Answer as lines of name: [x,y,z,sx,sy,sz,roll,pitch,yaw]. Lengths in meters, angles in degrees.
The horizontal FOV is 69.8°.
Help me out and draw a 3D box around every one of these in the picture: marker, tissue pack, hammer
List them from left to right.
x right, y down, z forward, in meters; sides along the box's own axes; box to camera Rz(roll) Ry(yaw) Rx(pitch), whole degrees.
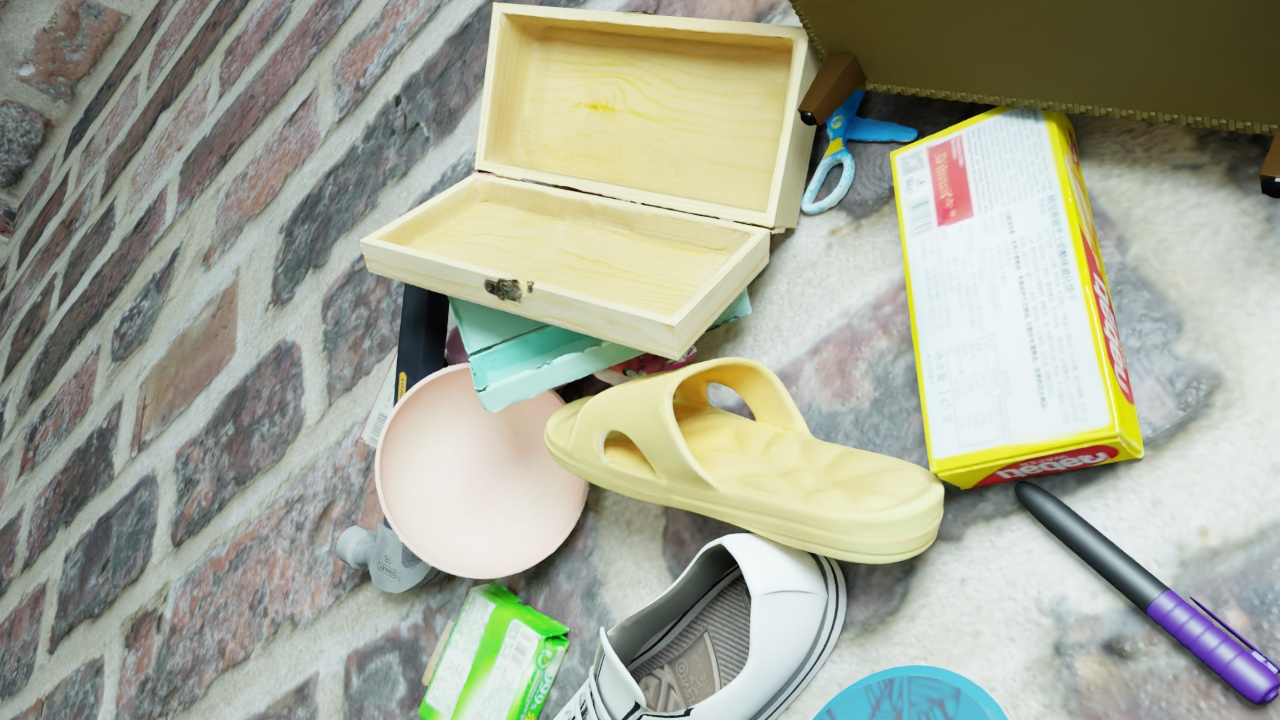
hammer: [-0.187,0.036,0.747,0.139,0.035,0.312,12,100,39]
tissue pack: [-0.107,0.224,0.653,0.100,0.034,0.114,18,84,45]
marker: [0.219,0.096,0.408,0.018,0.015,0.134,-43,45,2]

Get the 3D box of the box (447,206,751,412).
box: [-0.033,-0.039,0.630,0.187,0.055,0.138,-20,39,-6]

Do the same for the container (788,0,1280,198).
container: [0.202,-0.215,0.425,0.321,0.176,0.204,27,77,48]

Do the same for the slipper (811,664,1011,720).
slipper: [0.078,0.277,0.429,0.118,0.060,0.294,20,85,51]

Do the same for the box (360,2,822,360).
box: [-0.027,-0.125,0.620,0.248,0.119,0.252,16,67,29]

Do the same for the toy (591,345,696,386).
toy: [-0.004,0.004,0.648,0.103,0.065,0.050,7,108,43]

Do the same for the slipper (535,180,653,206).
slipper: [-0.054,-0.171,0.759,0.093,0.081,0.197,-53,46,12]

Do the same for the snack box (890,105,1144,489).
snack box: [0.191,-0.038,0.482,0.092,0.042,0.200,-20,58,37]

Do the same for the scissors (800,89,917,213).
scissors: [0.133,-0.157,0.618,0.125,0.013,0.127,24,93,48]

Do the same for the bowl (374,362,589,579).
bowl: [-0.117,0.083,0.671,0.076,0.153,0.152,132,149,-69]

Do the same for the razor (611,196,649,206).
razor: [-0.029,-0.082,0.711,0.044,0.021,0.144,36,119,14]

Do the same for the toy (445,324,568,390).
toy: [-0.102,-0.019,0.732,0.123,0.067,0.158,59,140,20]

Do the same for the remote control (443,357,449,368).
remote control: [-0.151,0.058,0.758,0.045,0.021,0.140,-45,66,20]

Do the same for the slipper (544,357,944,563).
slipper: [0.049,0.040,0.532,0.264,0.099,0.078,15,115,43]

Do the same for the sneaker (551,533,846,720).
sneaker: [0.002,0.188,0.516,0.246,0.097,0.091,-45,45,19]

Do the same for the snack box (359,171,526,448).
snack box: [-0.171,-0.039,0.839,0.077,0.044,0.273,19,85,42]
